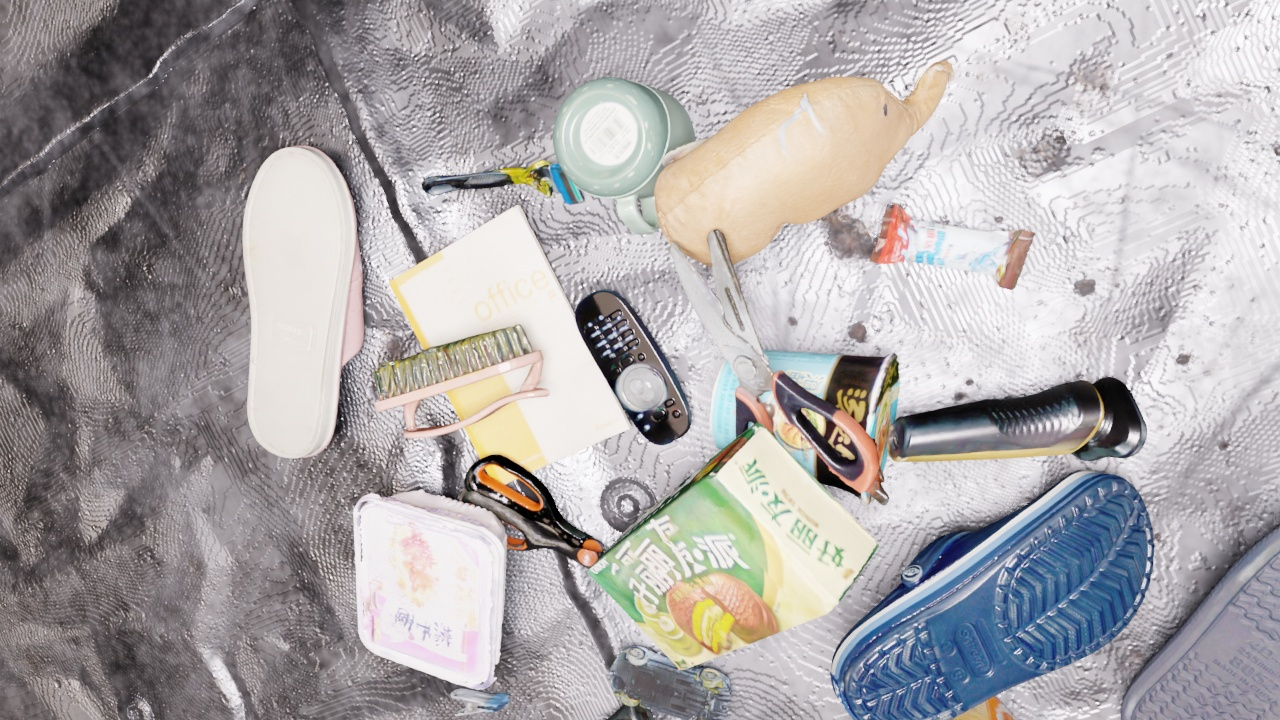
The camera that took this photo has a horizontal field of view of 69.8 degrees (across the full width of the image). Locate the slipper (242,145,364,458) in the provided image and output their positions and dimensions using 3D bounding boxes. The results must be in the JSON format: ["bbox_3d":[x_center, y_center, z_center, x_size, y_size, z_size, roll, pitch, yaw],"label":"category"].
[{"bbox_3d":[-0.294,-0.048,0.806,0.114,0.054,0.274,8,100,16],"label":"slipper"}]

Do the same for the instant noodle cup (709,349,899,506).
[{"bbox_3d":[0.118,0.040,0.673,0.121,0.111,0.111,10,103,23],"label":"instant noodle cup"}]

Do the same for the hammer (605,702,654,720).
[{"bbox_3d":[-0.099,0.404,0.846,0.129,0.032,0.301,47,110,4],"label":"hammer"}]

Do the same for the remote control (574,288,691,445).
[{"bbox_3d":[-0.004,0.004,0.742,0.053,0.024,0.136,-30,92,19],"label":"remote control"}]

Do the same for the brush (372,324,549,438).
[{"bbox_3d":[-0.144,0.018,0.757,0.146,0.063,0.073,-16,92,20],"label":"brush"}]

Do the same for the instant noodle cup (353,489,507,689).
[{"bbox_3d":[-0.174,0.190,0.799,0.138,0.060,0.174,14,119,14],"label":"instant noodle cup"}]

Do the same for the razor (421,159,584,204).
[{"bbox_3d":[-0.115,-0.147,0.750,0.143,0.022,0.043,2,145,20],"label":"razor"}]

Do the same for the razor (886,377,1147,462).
[{"bbox_3d":[0.257,0.050,0.638,0.167,0.062,0.068,-7,139,4],"label":"razor"}]

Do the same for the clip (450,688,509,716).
[{"bbox_3d":[-0.149,0.319,0.850,0.057,0.024,0.028,-10,94,22],"label":"clip"}]

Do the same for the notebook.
[{"bbox_3d":[-0.113,-0.007,0.780,0.146,0.010,0.206,-25,93,22],"label":"notebook"}]

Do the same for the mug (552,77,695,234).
[{"bbox_3d":[-0.009,-0.147,0.670,0.082,0.106,0.112,-8,99,17],"label":"mug"}]

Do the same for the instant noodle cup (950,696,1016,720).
[{"bbox_3d":[0.229,0.318,0.685,0.151,0.111,0.151,3,102,17],"label":"instant noodle cup"}]

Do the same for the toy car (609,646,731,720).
[{"bbox_3d":[0.025,0.276,0.782,0.106,0.031,0.049,13,103,13],"label":"toy car"}]

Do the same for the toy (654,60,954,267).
[{"bbox_3d":[0.114,-0.139,0.617,0.226,0.143,0.082,-27,80,9],"label":"toy"}]

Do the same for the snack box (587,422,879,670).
[{"bbox_3d":[0.055,0.145,0.667,0.114,0.063,0.241,46,146,4],"label":"snack box"}]

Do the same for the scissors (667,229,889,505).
[{"bbox_3d":[0.088,0.019,0.608,0.214,0.015,0.197,30,131,22],"label":"scissors"}]

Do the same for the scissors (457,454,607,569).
[{"bbox_3d":[-0.051,0.149,0.781,0.235,0.021,0.125,11,114,15],"label":"scissors"}]

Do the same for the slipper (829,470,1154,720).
[{"bbox_3d":[0.247,0.173,0.659,0.253,0.095,0.105,-35,103,-1],"label":"slipper"}]

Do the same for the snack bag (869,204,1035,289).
[{"bbox_3d":[0.221,-0.081,0.654,0.104,0.026,0.048,16,117,14],"label":"snack bag"}]

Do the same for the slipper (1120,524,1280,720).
[{"bbox_3d":[0.432,0.179,0.620,0.111,0.083,0.269,37,127,18],"label":"slipper"}]
